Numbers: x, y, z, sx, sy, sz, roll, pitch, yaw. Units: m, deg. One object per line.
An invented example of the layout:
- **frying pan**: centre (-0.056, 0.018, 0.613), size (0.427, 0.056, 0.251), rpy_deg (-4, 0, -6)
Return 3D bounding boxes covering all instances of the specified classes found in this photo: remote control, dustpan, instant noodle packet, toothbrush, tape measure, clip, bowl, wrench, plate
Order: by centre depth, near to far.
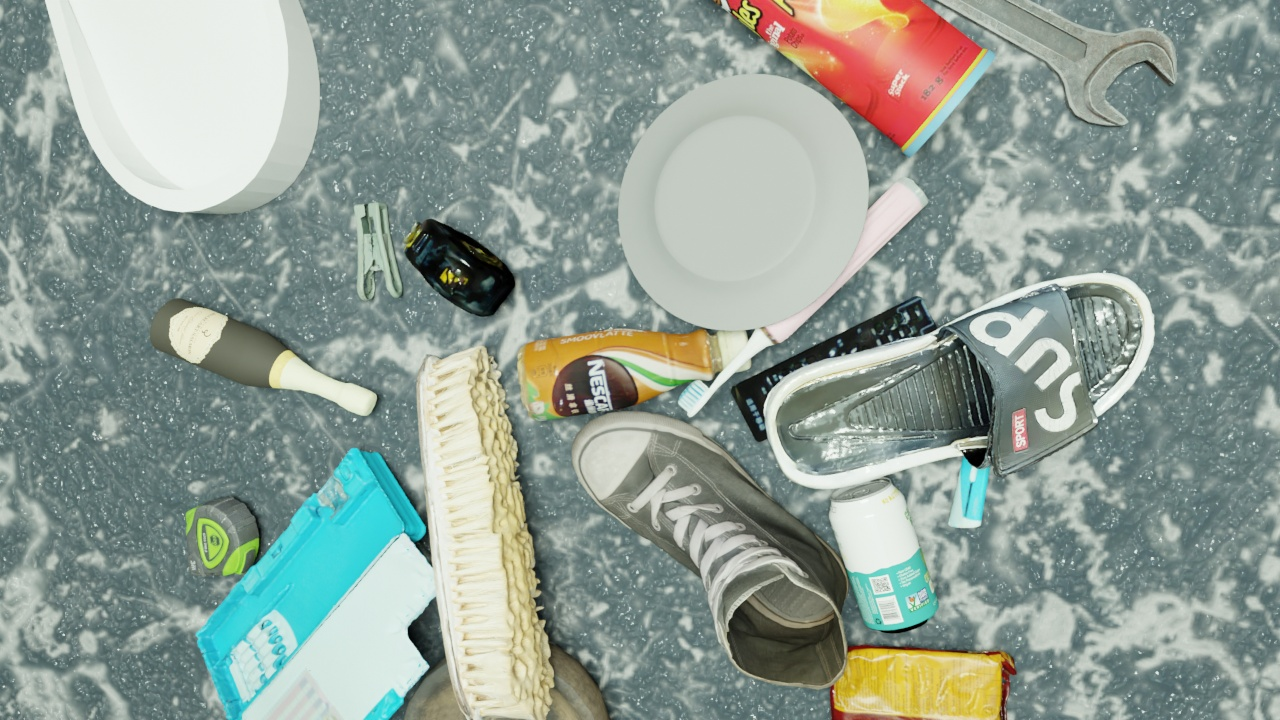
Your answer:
- **wrench**: centre (0.228, -0.243, 0.618), size (0.273, 0.010, 0.070), rpy_deg (31, 102, 5)
- **plate**: centre (0.064, -0.110, 0.628), size (0.179, 0.012, 0.178), rpy_deg (-2, 86, 23)
- **toothbrush**: centre (0.110, -0.042, 0.637), size (0.222, 0.027, 0.026), rpy_deg (-44, 84, 1)
- **remote control**: centre (0.141, 0.006, 0.663), size (0.150, 0.022, 0.047), rpy_deg (-26, 92, 11)
- **instant noodle packet**: centre (0.206, 0.257, 0.674), size (0.135, 0.039, 0.098), rpy_deg (-1, 98, 12)
- **tape measure**: centre (-0.129, -0.066, 0.677), size (0.071, 0.072, 0.042), rpy_deg (41, 98, 32)
- **dustpan**: centre (-0.356, -0.241, 0.703), size (0.192, 0.053, 0.258), rpy_deg (-21, 93, 12)
- **clip**: centre (-0.206, -0.084, 0.713), size (0.037, 0.023, 0.075), rpy_deg (-5, 95, 12)
- **bowl**: centre (-0.098, 0.289, 0.717), size (0.162, 0.070, 0.162), rpy_deg (1, 98, 10)
- **tape measure**: centre (-0.345, 0.146, 0.763), size (0.059, 0.035, 0.066), rpy_deg (3, 101, 19)

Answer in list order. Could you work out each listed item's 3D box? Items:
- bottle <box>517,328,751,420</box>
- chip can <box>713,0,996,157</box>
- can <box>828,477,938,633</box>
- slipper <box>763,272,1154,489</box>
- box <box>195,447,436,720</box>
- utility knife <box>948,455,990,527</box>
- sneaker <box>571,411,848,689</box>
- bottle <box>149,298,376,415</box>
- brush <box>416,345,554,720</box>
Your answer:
- **bottle**: centre (-0.004, 0.004, 0.670), size (0.167, 0.059, 0.059), rpy_deg (-9, 96, 3)
- **chip can**: centre (0.120, -0.232, 0.602), size (0.213, 0.087, 0.087), rpy_deg (39, 102, 2)
- **can**: centre (0.173, 0.139, 0.656), size (0.055, 0.055, 0.101), rpy_deg (-18, 94, 12)
- **slipper**: centre (0.214, 0.023, 0.613), size (0.264, 0.063, 0.111), rpy_deg (-16, 97, 12)
- **box**: centre (-0.243, 0.208, 0.712), size (0.227, 0.039, 0.181), rpy_deg (-48, 60, 11)
- **utility knife**: centre (0.241, 0.052, 0.653), size (0.022, 0.015, 0.141), rpy_deg (10, 98, 29)
- **sneaker**: centre (0.047, 0.127, 0.638), size (0.235, 0.119, 0.095), rpy_deg (42, 103, -1)
- **bottle**: centre (-0.295, 0.003, 0.728), size (0.184, 0.045, 0.045), rpy_deg (21, 100, 7)
- **brush**: centre (-0.114, 0.121, 0.657), size (0.057, 0.083, 0.271), rpy_deg (-14, 72, 10)
